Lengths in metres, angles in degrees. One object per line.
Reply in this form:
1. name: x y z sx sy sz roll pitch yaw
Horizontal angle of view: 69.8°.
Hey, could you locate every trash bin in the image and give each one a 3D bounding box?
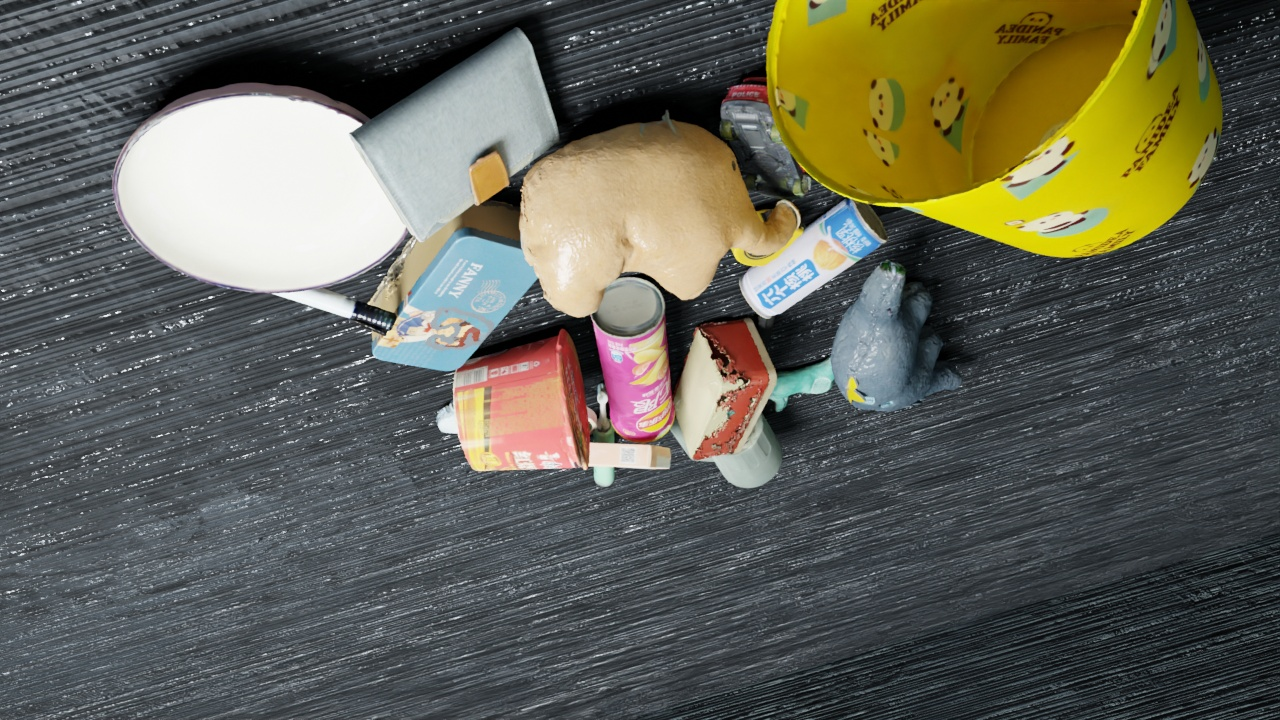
1. trash bin: 0.250 -0.184 0.605 0.254 0.229 0.230 10 141 -46

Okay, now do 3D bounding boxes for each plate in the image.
1. plate: -0.254 -0.120 0.635 0.192 0.039 0.193 -12 149 -7

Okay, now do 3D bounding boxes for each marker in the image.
1. marker: -0.256 -0.049 0.717 0.130 0.022 0.018 18 158 -6
2. marker: 0.130 -0.021 0.988 0.020 0.022 0.132 20 149 11

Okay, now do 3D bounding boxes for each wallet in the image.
1. wallet: -0.117 -0.147 0.620 0.129 0.037 0.107 -37 150 -11

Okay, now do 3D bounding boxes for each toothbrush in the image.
1. toothbrush: -0.044 0.093 1.086 0.026 0.027 0.225 -8 149 -6

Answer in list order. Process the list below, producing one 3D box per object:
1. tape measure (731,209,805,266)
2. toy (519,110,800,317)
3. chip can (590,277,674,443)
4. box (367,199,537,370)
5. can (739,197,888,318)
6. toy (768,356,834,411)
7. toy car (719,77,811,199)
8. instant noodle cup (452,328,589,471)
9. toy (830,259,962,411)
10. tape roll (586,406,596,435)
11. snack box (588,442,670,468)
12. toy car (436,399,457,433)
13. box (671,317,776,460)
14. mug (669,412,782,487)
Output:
1. tape measure: 0.108 -0.113 0.824 0.057 0.029 0.060 8 142 -36
2. toy: 0.021 -0.113 0.691 0.226 0.082 0.144 -10 123 -11
3. chip can: -0.005 0.005 0.921 0.071 0.071 0.211 -14 149 -4
4. box: -0.151 -0.065 0.754 0.089 0.059 0.185 9 143 -37
5. can: 0.158 -0.094 0.852 0.135 0.053 0.053 -36 144 29
6. toy: 0.186 0.029 1.087 0.092 0.030 0.097 -9 145 -4
7. toy car: 0.100 -0.169 0.707 0.053 0.045 0.120 13 159 27
8. instant noodle cup: -0.114 0.044 0.887 0.108 0.137 0.138 -8 149 4
9. toy: 0.276 -0.008 1.013 0.138 0.091 0.356 -36 148 9
10. tape roll: -0.091 0.068 1.017 0.086 0.013 0.086 0 154 0
11. snack box: -0.052 0.106 1.026 0.157 0.026 0.084 1 173 17
12. toy car: -0.171 0.064 0.977 0.090 0.034 0.043 3 148 -26
13. box: 0.079 0.037 0.990 0.076 0.091 0.169 -10 149 -16
14. mug: 0.104 0.099 1.126 0.124 0.083 0.103 1 154 21
